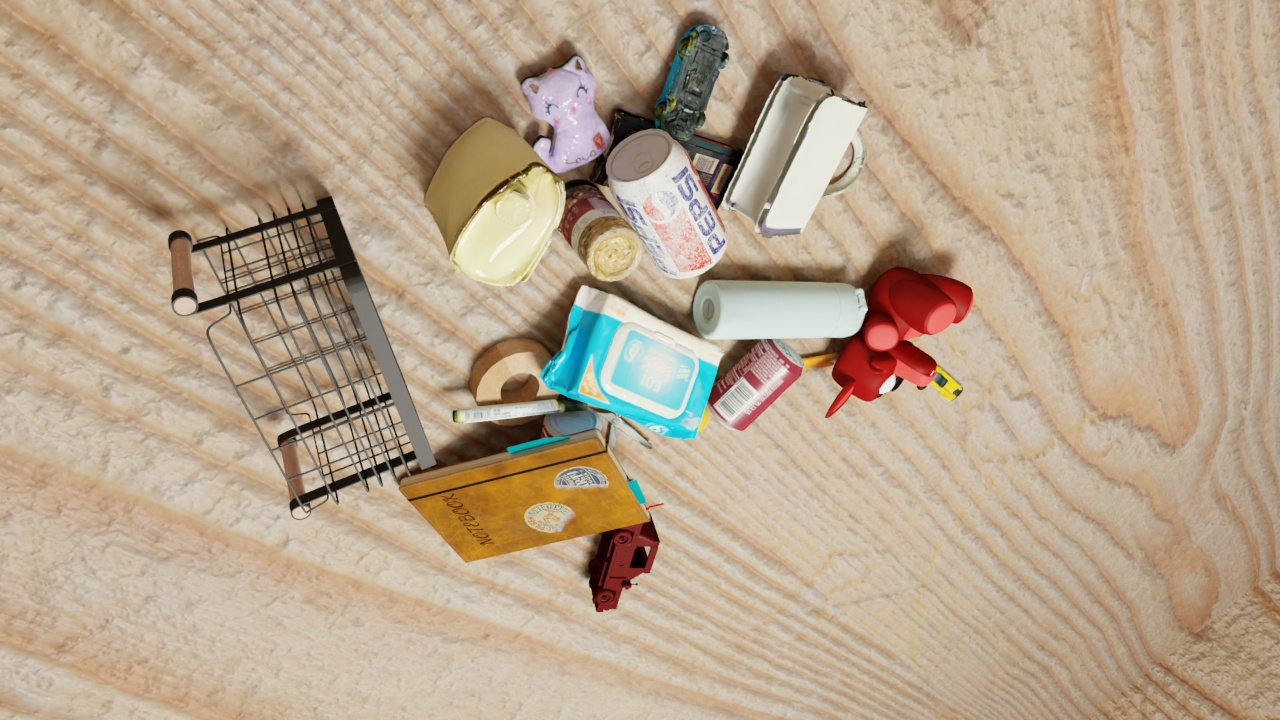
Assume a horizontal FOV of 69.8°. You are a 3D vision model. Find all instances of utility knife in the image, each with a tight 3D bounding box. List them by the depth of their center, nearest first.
[{"bbox_3d":[0.397,0.017,1.260,0.175,0.017,0.030,31,96,-37],"label":"utility knife"}]

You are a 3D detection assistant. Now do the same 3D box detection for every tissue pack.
[{"bbox_3d":[-0.006,0.006,0.978,0.209,0.066,0.117,24,83,-36],"label":"tissue pack"}]

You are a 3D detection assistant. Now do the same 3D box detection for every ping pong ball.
[{"bbox_3d":[0.062,0.066,1.095,0.040,0.040,0.040,-15,129,-19],"label":"ping pong ball"}]

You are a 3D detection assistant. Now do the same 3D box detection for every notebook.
[{"bbox_3d":[-0.120,0.148,1.008,0.249,0.014,0.178,-15,134,13],"label":"notebook"}]

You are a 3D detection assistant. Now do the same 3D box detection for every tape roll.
[{"bbox_3d":[-0.131,0.023,0.967,0.094,0.027,0.094,-14,129,-19],"label":"tape roll"}]

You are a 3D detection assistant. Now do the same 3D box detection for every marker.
[{"bbox_3d":[-0.124,0.051,0.959,0.146,0.017,0.017,-5,125,-26],"label":"marker"}]

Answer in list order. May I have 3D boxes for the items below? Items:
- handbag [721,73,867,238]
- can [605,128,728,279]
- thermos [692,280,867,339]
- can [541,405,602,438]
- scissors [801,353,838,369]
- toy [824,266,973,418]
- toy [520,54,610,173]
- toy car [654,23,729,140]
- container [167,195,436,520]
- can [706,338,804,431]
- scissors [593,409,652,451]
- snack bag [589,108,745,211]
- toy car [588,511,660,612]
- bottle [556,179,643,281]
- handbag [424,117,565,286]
[{"bbox_3d":[0.172,-0.208,0.945,0.175,0.074,0.151,-8,131,-47],"label":"handbag"},{"bbox_3d":[0.026,-0.145,0.869,0.078,0.078,0.136,-36,136,0],"label":"can"},{"bbox_3d":[0.163,-0.057,1.041,0.206,0.065,0.078,-2,161,-28],"label":"thermos"},{"bbox_3d":[-0.080,0.100,1.020,0.064,0.064,0.105,-9,136,-23],"label":"can"},{"bbox_3d":[0.192,0.012,1.144,0.131,0.012,0.074,0,124,-27],"label":"scissors"},{"bbox_3d":[0.308,-0.018,1.116,0.158,0.120,0.198,-22,145,-58],"label":"toy"},{"bbox_3d":[-0.070,-0.214,0.818,0.080,0.036,0.100,-27,133,-3],"label":"toy"},{"bbox_3d":[0.045,-0.258,0.850,0.048,0.032,0.105,10,110,-33],"label":"toy car"},{"bbox_3d":[-0.279,-0.002,0.776,0.130,0.162,0.242,-21,131,-13],"label":"container"},{"bbox_3d":[0.134,0.027,1.080,0.063,0.063,0.114,26,116,-39],"label":"can"},{"bbox_3d":[-0.023,0.055,1.059,0.141,0.014,0.172,16,113,-33],"label":"scissors"},{"bbox_3d":[0.028,-0.191,0.900,0.155,0.018,0.075,10,120,-33],"label":"snack bag"},{"bbox_3d":[-0.020,0.237,1.157,0.061,0.070,0.170,5,121,-17],"label":"toy car"},{"bbox_3d":[-0.043,-0.122,0.854,0.056,0.105,0.056,-14,129,-19],"label":"bottle"},{"bbox_3d":[-0.124,-0.136,0.791,0.081,0.119,0.111,21,112,-36],"label":"handbag"}]
